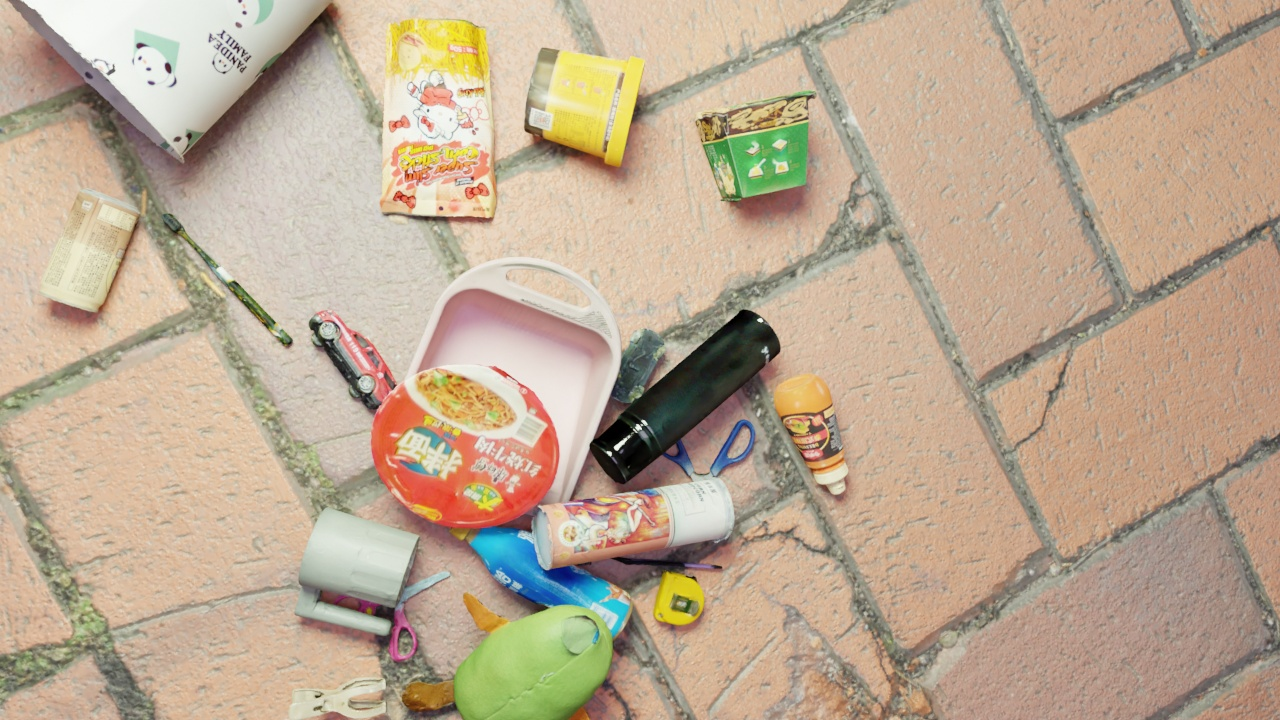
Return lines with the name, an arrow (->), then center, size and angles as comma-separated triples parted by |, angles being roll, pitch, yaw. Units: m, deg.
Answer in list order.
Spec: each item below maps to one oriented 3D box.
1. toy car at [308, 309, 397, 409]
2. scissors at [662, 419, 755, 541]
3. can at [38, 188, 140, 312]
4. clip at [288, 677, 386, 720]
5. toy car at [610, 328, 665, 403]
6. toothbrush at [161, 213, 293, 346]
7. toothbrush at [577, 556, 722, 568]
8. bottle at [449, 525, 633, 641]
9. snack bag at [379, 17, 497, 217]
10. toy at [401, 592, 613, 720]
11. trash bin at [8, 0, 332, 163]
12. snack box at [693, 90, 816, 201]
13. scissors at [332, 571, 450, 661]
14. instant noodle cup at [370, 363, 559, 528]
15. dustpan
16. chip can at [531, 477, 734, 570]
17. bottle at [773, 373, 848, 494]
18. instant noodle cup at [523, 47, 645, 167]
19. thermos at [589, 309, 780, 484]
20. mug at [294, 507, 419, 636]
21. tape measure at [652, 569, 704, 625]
toy car -> -0.310, -0.003, 0.989 | 0.045, 0.053, 0.120 | -42, 104, -31
scissors -> 0.071, 0.131, 1.083 | 0.162, 0.012, 0.176 | 44, 83, -9
can -> -0.561, -0.112, 0.935 | 0.058, 0.058, 0.116 | 21, 85, -10
clip -> -0.326, 0.366, 0.989 | 0.099, 0.070, 0.034 | -2, 91, -18
toy car -> -0.006, 0.006, 1.057 | 0.043, 0.034, 0.090 | 29, 82, -7
toothbrush -> -0.441, -0.086, 0.980 | 0.012, 0.017, 0.186 | -44, 98, -12
toothbrush -> 0.005, 0.237, 1.068 | 0.189, 0.014, 0.017 | 7, 96, -11
bottle -> -0.113, 0.236, 1.019 | 0.218, 0.065, 0.065 | 34, 83, -8
snack bag -> -0.222, -0.263, 1.009 | 0.128, 0.073, 0.208 | 0, 97, -12
toy -> -0.125, 0.344, 0.988 | 0.247, 0.089, 0.227 | -37, 99, 18
trash bin -> -0.440, -0.361, 0.886 | 0.229, 0.230, 0.251 | 44, 77, -8
snack box -> 0.135, -0.245, 1.056 | 0.117, 0.118, 0.106 | -14, 104, -11
scissors -> -0.270, 0.270, 1.013 | 0.133, 0.017, 0.133 | -23, 90, -14
instant noodle cup -> -0.178, 0.079, 0.959 | 0.194, 0.065, 0.194 | 0, 116, 0
dustpan -> -0.144, 0.031, 0.977 | 0.222, 0.139, 0.273 | 18, 85, -11
chip can -> -0.008, 0.178, 1.006 | 0.214, 0.071, 0.071 | -6, 90, -22
bottle -> 0.210, 0.092, 1.089 | 0.066, 0.067, 0.149 | -25, 101, -11
instant noodle cup -> -0.063, -0.284, 1.011 | 0.114, 0.118, 0.118 | 13, 87, -4
thermos -> 0.051, 0.045, 1.040 | 0.242, 0.090, 0.068 | -39, 65, -18
mug -> -0.301, 0.228, 0.973 | 0.103, 0.083, 0.124 | 16, 103, -6
tape measure -> 0.046, 0.279, 1.068 | 0.057, 0.029, 0.060 | 16, 87, -11
